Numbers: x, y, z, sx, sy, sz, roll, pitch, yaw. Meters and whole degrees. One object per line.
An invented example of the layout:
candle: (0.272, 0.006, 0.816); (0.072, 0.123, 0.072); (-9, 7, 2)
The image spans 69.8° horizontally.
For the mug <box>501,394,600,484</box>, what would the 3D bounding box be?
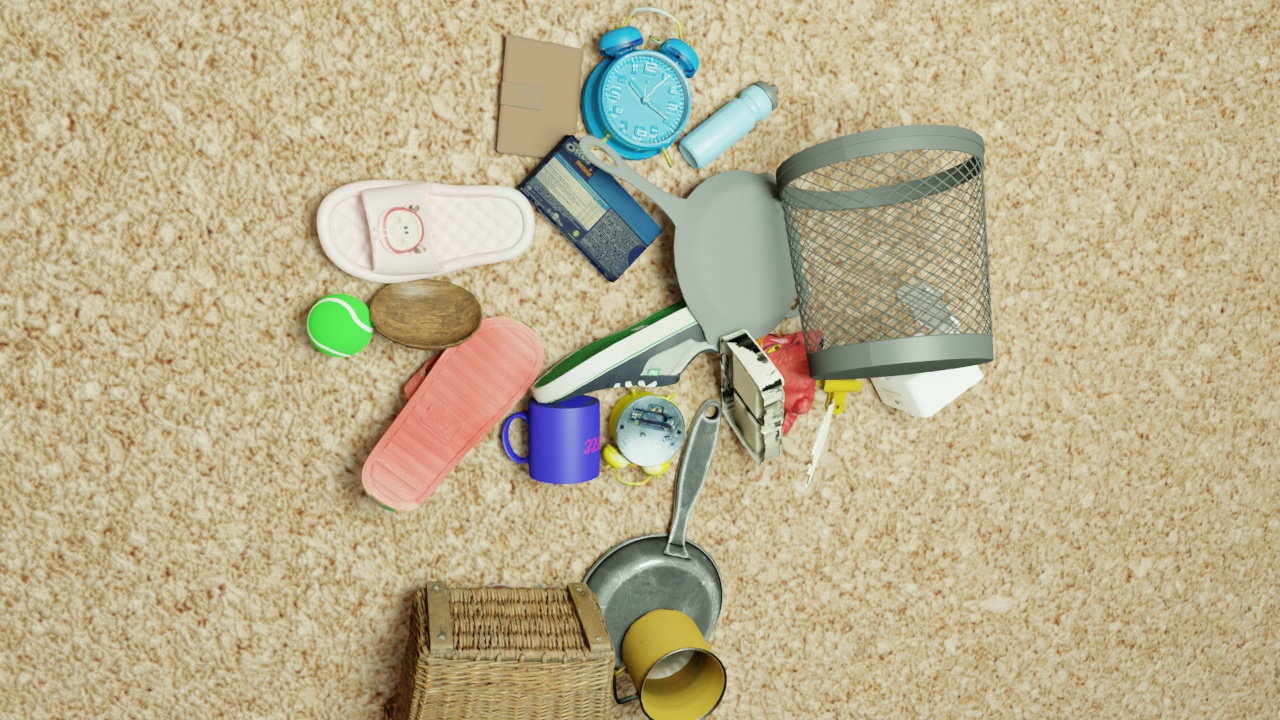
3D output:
mug: (-0.100, 0.085, 1.020); (0.111, 0.079, 0.083); (3, 100, 12)

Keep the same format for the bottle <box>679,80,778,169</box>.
bottle: (0.103, -0.268, 1.028); (0.130, 0.040, 0.040); (-39, 108, -6)

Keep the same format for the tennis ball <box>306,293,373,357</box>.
tennis ball: (-0.307, -0.036, 0.938); (0.065, 0.065, 0.065); (-3, 100, -16)

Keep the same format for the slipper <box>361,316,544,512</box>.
slipper: (-0.205, 0.052, 0.987); (0.103, 0.059, 0.248); (45, 71, -16)

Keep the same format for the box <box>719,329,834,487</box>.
box: (0.161, 0.064, 1.010); (0.070, 0.186, 0.144); (-23, 141, -12)

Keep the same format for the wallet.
wallet: (-0.108, -0.278, 0.980); (0.087, 0.013, 0.121); (3, 99, -21)

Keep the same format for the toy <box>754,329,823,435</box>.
toy: (0.165, 0.023, 1.097); (0.094, 0.087, 0.133); (10, 121, 15)

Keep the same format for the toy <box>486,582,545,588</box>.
toy: (-0.130, 0.280, 1.065); (0.111, 0.030, 0.049); (3, 113, -16)

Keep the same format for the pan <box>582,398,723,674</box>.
pan: (0.040, 0.220, 1.099); (0.187, 0.055, 0.357); (15, 100, -18)

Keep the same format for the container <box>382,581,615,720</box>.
container: (-0.146, 0.349, 0.988); (0.249, 0.162, 0.183); (3, 110, -17)

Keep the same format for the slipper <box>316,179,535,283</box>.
slipper: (-0.218, -0.135, 0.952); (0.221, 0.056, 0.107); (-6, 103, -16)

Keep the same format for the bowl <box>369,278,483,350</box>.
bowl: (-0.223, -0.042, 0.958); (0.114, 0.101, 0.026); (5, 136, -11)

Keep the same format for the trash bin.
trash bin: (0.265, -0.102, 0.981); (0.217, 0.218, 0.227); (-3, 84, -16)

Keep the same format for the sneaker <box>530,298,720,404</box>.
sneaker: (-0.006, 0.006, 1.015); (0.235, 0.084, 0.079); (-26, 102, -20)

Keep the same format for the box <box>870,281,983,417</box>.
box: (0.332, -0.024, 1.103); (0.121, 0.109, 0.136); (-35, 108, -8)

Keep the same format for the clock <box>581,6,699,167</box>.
clock: (0.001, -0.294, 0.983); (0.116, 0.060, 0.161); (7, 97, -17)

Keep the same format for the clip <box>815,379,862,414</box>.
clip: (0.243, 0.040, 1.137); (0.054, 0.044, 0.049); (0, 141, -17)

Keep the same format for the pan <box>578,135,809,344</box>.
pan: (0.075, -0.144, 0.999); (0.354, 0.024, 0.216); (30, 74, -32)

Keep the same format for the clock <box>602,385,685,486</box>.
clock: (0.003, 0.089, 1.054); (0.083, 0.057, 0.119); (13, 96, -18)

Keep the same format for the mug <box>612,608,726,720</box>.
mug: (0.024, 0.351, 1.047); (0.123, 0.094, 0.100); (-19, 110, -10)

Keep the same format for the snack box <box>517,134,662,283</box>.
snack box: (-0.053, -0.165, 1.003); (0.082, 0.027, 0.150); (-47, 114, -5)
